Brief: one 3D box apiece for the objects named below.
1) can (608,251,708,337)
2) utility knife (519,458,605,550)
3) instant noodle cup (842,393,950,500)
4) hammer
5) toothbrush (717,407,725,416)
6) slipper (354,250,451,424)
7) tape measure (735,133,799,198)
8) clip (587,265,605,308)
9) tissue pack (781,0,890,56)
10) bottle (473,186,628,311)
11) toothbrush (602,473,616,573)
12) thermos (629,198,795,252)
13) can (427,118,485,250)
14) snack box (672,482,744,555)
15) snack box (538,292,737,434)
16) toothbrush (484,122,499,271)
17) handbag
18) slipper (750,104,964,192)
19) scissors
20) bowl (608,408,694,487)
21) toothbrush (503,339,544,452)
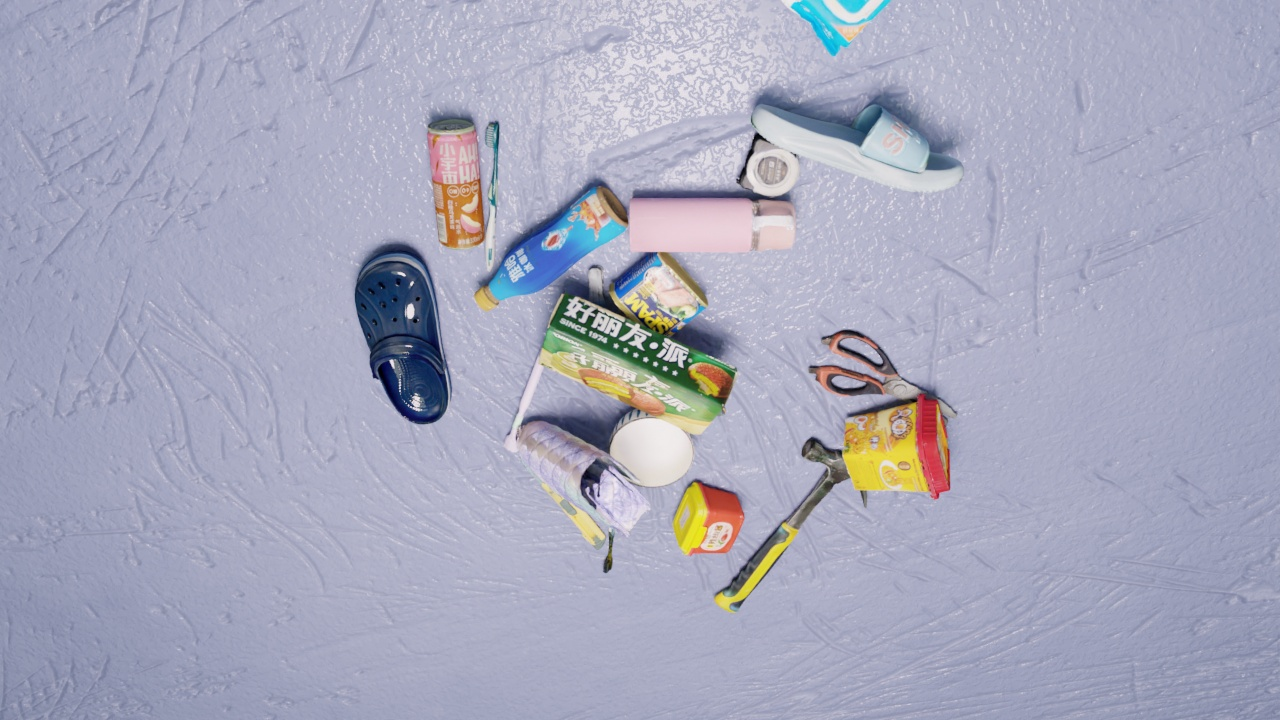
[{"bbox_3d":[0.024,-0.082,1.163,0.083,0.057,0.102,-39,111,18],"label":"can"},{"bbox_3d":[-0.111,0.209,1.355,0.031,0.021,0.198,-33,108,12],"label":"utility knife"},{"bbox_3d":[0.342,0.119,1.227,0.124,0.116,0.116,-9,129,24],"label":"instant noodle cup"},{"bbox_3d":[0.215,0.261,1.357,0.126,0.031,0.324,27,116,-11],"label":"hammer"},{"bbox_3d":[0.042,0.022,1.240,0.191,0.018,0.016,36,112,-16],"label":"toothbrush"},{"bbox_3d":[-0.312,-0.017,1.193,0.105,0.095,0.253,-5,122,2],"label":"slipper"},{"bbox_3d":[0.155,-0.229,1.090,0.066,0.033,0.066,19,119,-6],"label":"tape measure"},{"bbox_3d":[-0.057,-0.094,1.181,0.026,0.041,0.058,4,114,3],"label":"clip"},{"bbox_3d":[0.228,-0.406,0.973,0.090,0.063,0.140,40,113,-18],"label":"tissue pack"},{"bbox_3d":[-0.117,-0.130,1.137,0.219,0.065,0.065,-34,112,18],"label":"bottle"},{"bbox_3d":[-0.043,0.242,1.365,0.012,0.017,0.186,17,120,19],"label":"toothbrush"},{"bbox_3d":[0.085,-0.163,1.100,0.198,0.087,0.067,2,94,3],"label":"thermos"},{"bbox_3d":[-0.220,-0.210,1.102,0.058,0.057,0.147,1,119,2],"label":"can"},{"bbox_3d":[0.099,0.230,1.322,0.080,0.082,0.091,10,120,-18],"label":"snack box"},{"bbox_3d":[-0.007,0.007,1.164,0.240,0.063,0.115,25,155,-2],"label":"snack box"},{"bbox_3d":[-0.185,-0.198,1.132,0.018,0.016,0.192,12,119,7],"label":"toothbrush"},{"bbox_3d":[-0.077,0.152,1.225,0.075,0.194,0.134,-51,124,-14],"label":"handbag"},{"bbox_3d":[0.247,-0.255,1.038,0.245,0.103,0.074,17,116,0],"label":"slipper"},{"bbox_3d":[0.328,0.040,1.241,0.197,0.015,0.205,-17,116,10],"label":"scissors"},{"bbox_3d":[0.015,0.110,1.262,0.116,0.066,0.117,1,120,2],"label":"bowl"},{"bbox_3d":[-0.152,0.046,1.261,0.029,0.021,0.190,34,118,21],"label":"toothbrush"}]
